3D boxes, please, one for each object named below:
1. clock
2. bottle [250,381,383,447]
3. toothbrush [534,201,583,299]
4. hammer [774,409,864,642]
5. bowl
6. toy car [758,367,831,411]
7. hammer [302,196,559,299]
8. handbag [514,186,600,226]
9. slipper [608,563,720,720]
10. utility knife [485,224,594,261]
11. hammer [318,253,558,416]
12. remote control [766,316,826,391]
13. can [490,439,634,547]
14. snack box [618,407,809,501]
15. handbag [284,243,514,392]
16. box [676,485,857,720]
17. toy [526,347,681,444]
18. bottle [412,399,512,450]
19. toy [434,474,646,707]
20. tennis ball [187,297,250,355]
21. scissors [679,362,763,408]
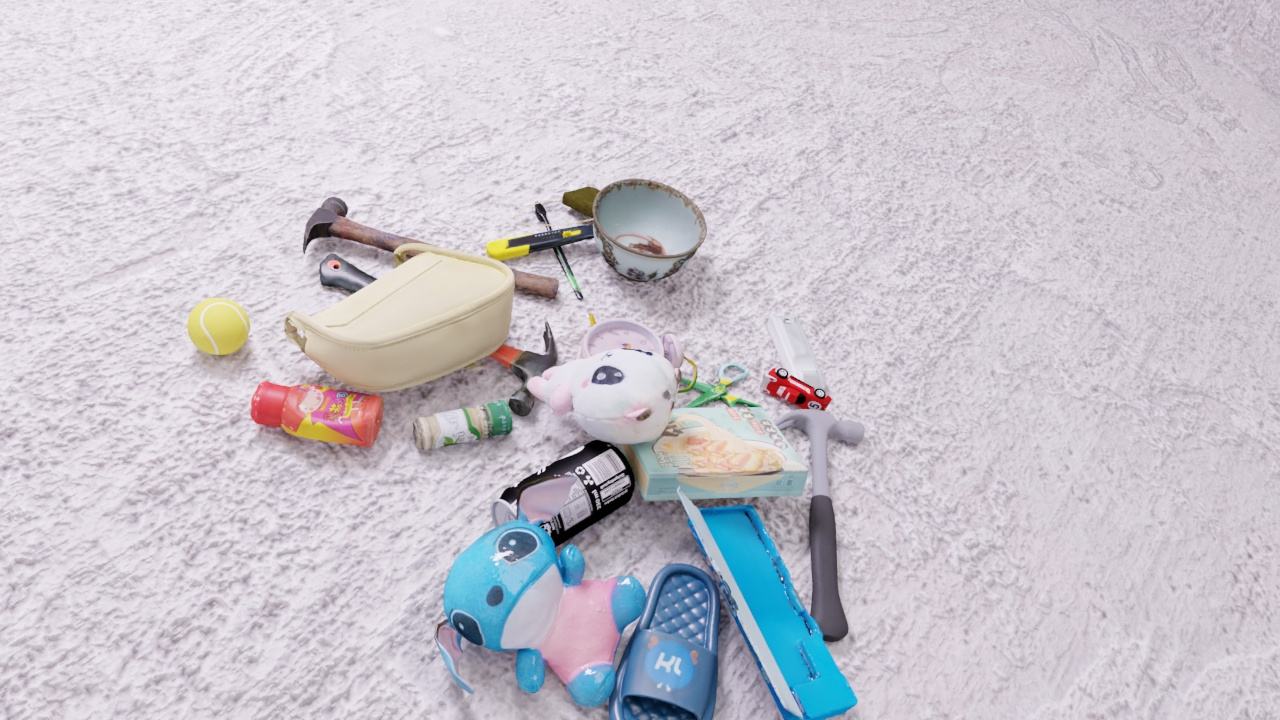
[{"bbox_3d":[-0.007,0.007,1.147,0.158,0.059,0.116,16,47,4],"label":"clock"},{"bbox_3d":[-0.355,0.057,1.007,0.134,0.049,0.071,10,32,-7],"label":"bottle"},{"bbox_3d":[-0.117,-0.155,1.294,0.014,0.017,0.188,-13,58,-22],"label":"toothbrush"},{"bbox_3d":[0.212,0.184,1.090,0.125,0.030,0.310,13,48,-7],"label":"hammer"},{"bbox_3d":[0.003,-0.167,1.283,0.160,0.094,0.159,9,49,-10],"label":"bowl"},{"bbox_3d":[0.202,0.043,1.200,0.089,0.038,0.025,29,51,9],"label":"toy car"},{"bbox_3d":[-0.269,-0.132,1.202,0.330,0.033,0.119,16,34,-7],"label":"hammer"},{"bbox_3d":[-0.107,-0.211,1.304,0.084,0.027,0.177,29,34,29],"label":"handbag"},{"bbox_3d":[0.037,0.293,0.921,0.104,0.059,0.213,21,45,-1],"label":"slipper"},{"bbox_3d":[-0.130,-0.168,1.279,0.174,0.020,0.028,-15,60,-21],"label":"utility knife"},{"bbox_3d":[-0.256,-0.051,1.147,0.333,0.033,0.132,25,49,6],"label":"hammer"},{"bbox_3d":[0.215,-0.010,1.261,0.050,0.022,0.133,-1,50,-18],"label":"remote control"},{"bbox_3d":[-0.082,0.149,0.992,0.145,0.080,0.080,-27,63,-34],"label":"can"},{"bbox_3d":[0.079,0.107,1.074,0.193,0.044,0.141,0,27,-17],"label":"snack box"},{"bbox_3d":[-0.271,-0.049,1.073,0.191,0.089,0.232,27,45,24],"label":"handbag"},{"bbox_3d":[0.113,0.255,0.947,0.175,0.060,0.243,24,32,-52],"label":"box"},{"bbox_3d":[-0.041,0.035,1.033,0.180,0.101,0.138,11,31,26],"label":"toy"},{"bbox_3d":[-0.203,0.074,1.047,0.109,0.043,0.042,-11,54,-25],"label":"bottle"},{"bbox_3d":[-0.090,0.228,0.893,0.191,0.099,0.223,29,79,-9],"label":"toy"},{"bbox_3d":[-0.479,-0.039,1.042,0.065,0.065,0.065,9,48,-10],"label":"tennis ball"},{"bbox_3d":[0.103,0.035,1.195,0.127,0.012,0.122,20,46,-1],"label":"scissors"}]
